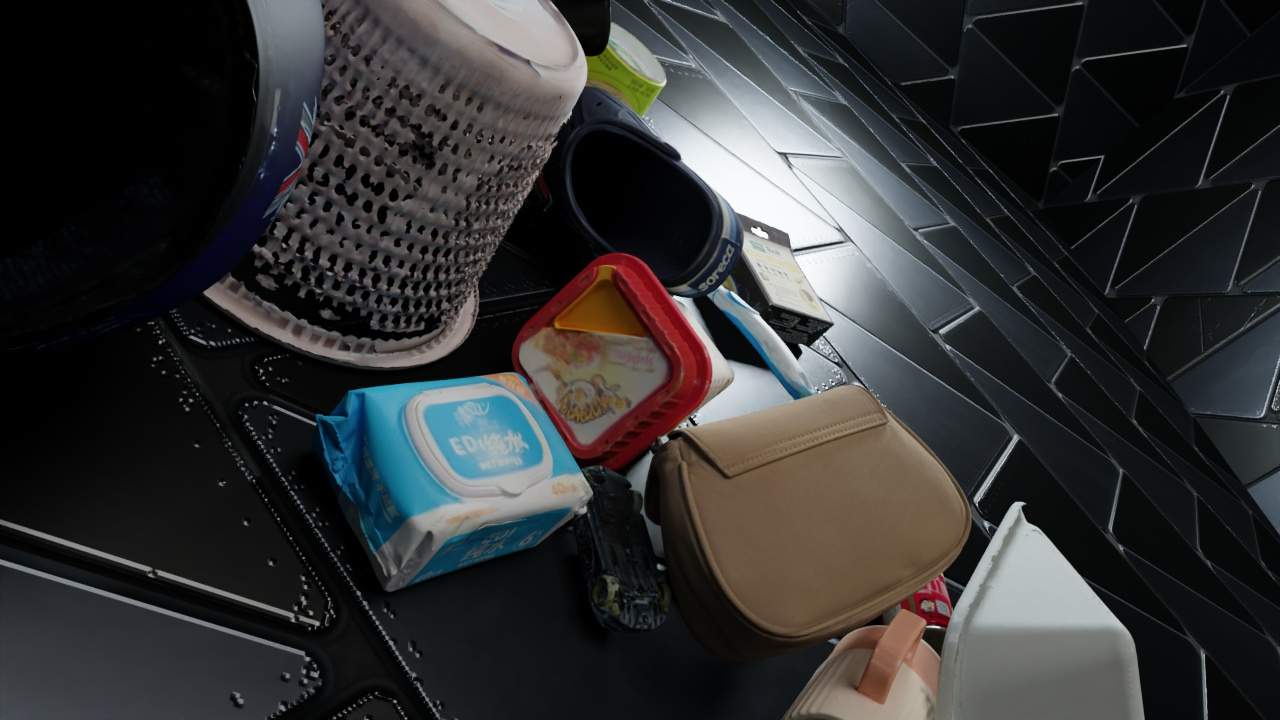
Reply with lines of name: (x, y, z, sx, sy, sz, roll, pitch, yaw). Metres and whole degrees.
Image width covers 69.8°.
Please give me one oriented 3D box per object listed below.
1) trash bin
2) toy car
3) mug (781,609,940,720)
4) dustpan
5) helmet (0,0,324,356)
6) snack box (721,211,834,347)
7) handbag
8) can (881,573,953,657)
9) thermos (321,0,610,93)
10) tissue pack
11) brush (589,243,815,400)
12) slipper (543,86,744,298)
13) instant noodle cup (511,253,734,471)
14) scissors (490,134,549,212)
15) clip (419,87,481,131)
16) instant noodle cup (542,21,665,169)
trash bin: (-0.143, -0.139, 0.526, 0.227, 0.193, 0.227, 32, 32, -23)
toy car: (-0.016, 0.110, 0.537, 0.049, 0.031, 0.105, 19, 40, -39)
mug: (0.135, 0.203, 0.535, 0.082, 0.115, 0.105, 25, 23, 26)
dustpan: (0.242, 0.240, 0.619, 0.257, 0.143, 0.223, -58, 138, -83)
helmet: (-0.273, -0.134, 0.306, 0.315, 0.247, 0.240, 18, 12, -34)
snack box: (0.130, -0.083, 0.944, 0.113, 0.053, 0.125, 12, 43, -44)
handbag: (0.101, 0.099, 0.578, 0.204, 0.100, 0.147, -12, 66, -33)
can: (0.213, 0.175, 0.727, 0.053, 0.053, 0.132, 34, 31, -20)
thermos: (-0.137, -0.249, 0.667, 0.242, 0.090, 0.068, -18, 72, -26)
tissue pack: (-0.093, 0.055, 0.475, 0.139, 0.063, 0.090, -5, 56, -54)
brush: (0.035, -0.064, 0.744, 0.060, 0.110, 0.314, 19, 41, -49)
slipper: (-0.021, -0.134, 0.706, 0.095, 0.105, 0.252, 25, 19, -47)
instant noodle cup: (-0.004, 0.004, 0.618, 0.116, 0.116, 0.124, 55, 18, 17)
scissors: (-0.126, -0.227, 0.761, 0.139, 0.022, 0.234, 47, 22, -66)
clip: (-0.176, -0.227, 0.753, 0.100, 0.035, 0.074, 34, 32, -16)
instant noodle cup: (-0.044, -0.239, 0.843, 0.111, 0.124, 0.111, 32, 33, -23)
